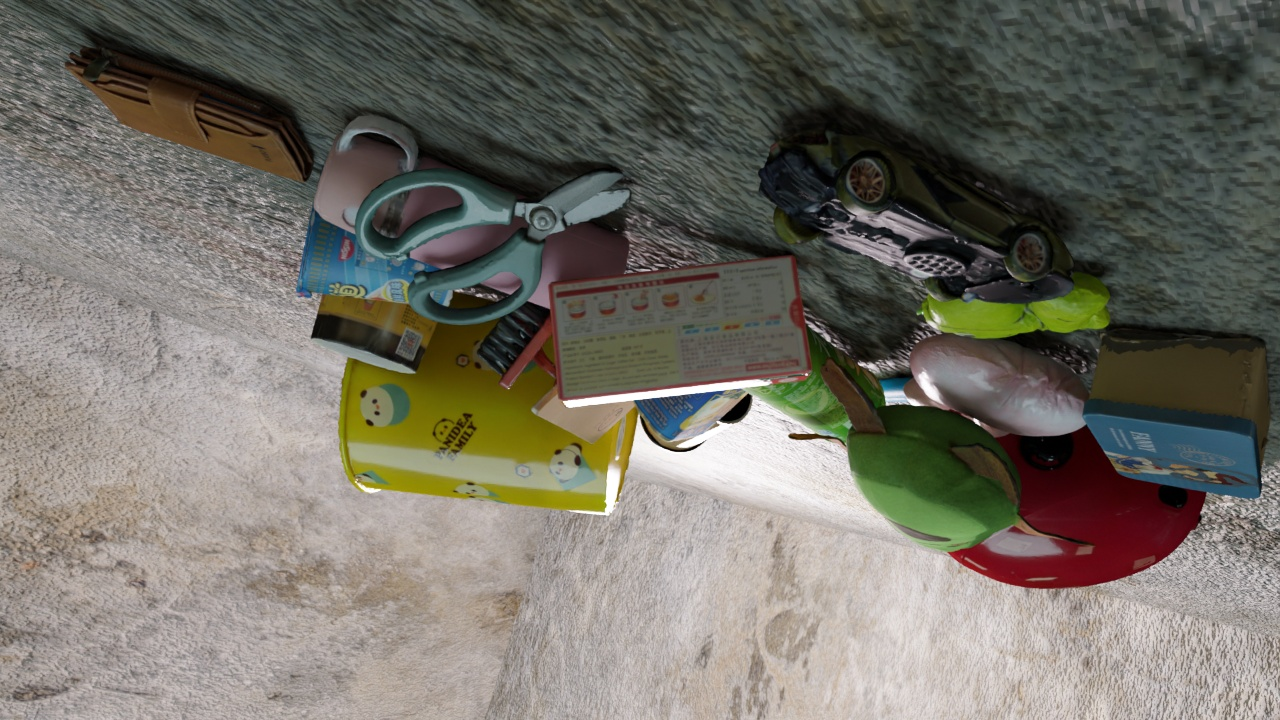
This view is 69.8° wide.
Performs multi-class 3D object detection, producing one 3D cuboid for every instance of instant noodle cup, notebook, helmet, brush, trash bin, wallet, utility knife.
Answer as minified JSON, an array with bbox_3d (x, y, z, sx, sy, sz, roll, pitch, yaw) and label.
[{"bbox_3d":[-0.223,-0.056,0.800,0.118,0.114,0.118,15,169,3],"label":"instant noodle cup"},{"bbox_3d":[-0.004,0.004,0.716,0.008,0.148,0.207,48,179,14],"label":"notebook"},{"bbox_3d":[0.355,0.128,0.794,0.240,0.143,0.207,6,163,41],"label":"helmet"},{"bbox_3d":[-0.194,-0.084,0.694,0.109,0.099,0.099,12,172,-20],"label":"instant noodle cup"},{"bbox_3d":[-0.066,-0.030,0.694,0.069,0.063,0.145,36,-155,-9],"label":"brush"},{"bbox_3d":[-0.138,0.045,0.940,0.255,0.229,0.230,10,169,7],"label":"trash bin"},{"bbox_3d":[-0.289,-0.162,0.599,0.130,0.035,0.119,18,175,-7],"label":"wallet"},{"bbox_3d":[0.205,0.031,0.854,0.034,0.018,0.218,19,171,-16],"label":"utility knife"}]

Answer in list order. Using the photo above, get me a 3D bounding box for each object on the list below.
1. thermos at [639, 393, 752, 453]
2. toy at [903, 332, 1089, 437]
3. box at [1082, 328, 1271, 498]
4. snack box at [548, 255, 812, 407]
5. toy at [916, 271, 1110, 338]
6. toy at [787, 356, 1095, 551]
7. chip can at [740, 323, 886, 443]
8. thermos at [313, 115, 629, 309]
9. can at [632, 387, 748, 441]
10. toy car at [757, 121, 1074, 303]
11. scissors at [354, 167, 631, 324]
[{"bbox_3d":[0.060,0.049,0.997,0.093,0.093,0.143,20,161,-17],"label":"thermos"},{"bbox_3d":[0.241,0.021,0.644,0.121,0.054,0.159,24,169,4],"label":"toy"},{"bbox_3d":[0.331,0.034,0.559,0.090,0.061,0.184,7,167,39],"label":"box"},{"bbox_3d":[0.023,-0.018,0.573,0.156,0.077,0.027,-6,167,1],"label":"snack box"},{"bbox_3d":[0.201,-0.031,0.502,0.100,0.031,0.096,6,166,28],"label":"toy"},{"bbox_3d":[0.209,0.085,0.662,0.227,0.090,0.246,25,170,31],"label":"toy"},{"bbox_3d":[0.119,0.007,0.712,0.073,0.072,0.221,8,166,40],"label":"chip can"},{"bbox_3d":[-0.104,-0.092,0.596,0.198,0.067,0.087,22,137,-17],"label":"thermos"},{"bbox_3d":[0.050,0.021,0.772,0.057,0.083,0.102,52,-160,17],"label":"can"},{"bbox_3d":[0.128,-0.062,0.423,0.158,0.042,0.070,21,169,-17],"label":"toy car"},{"bbox_3d":[-0.078,-0.069,0.560,0.180,0.019,0.144,-10,132,10],"label":"scissors"}]
